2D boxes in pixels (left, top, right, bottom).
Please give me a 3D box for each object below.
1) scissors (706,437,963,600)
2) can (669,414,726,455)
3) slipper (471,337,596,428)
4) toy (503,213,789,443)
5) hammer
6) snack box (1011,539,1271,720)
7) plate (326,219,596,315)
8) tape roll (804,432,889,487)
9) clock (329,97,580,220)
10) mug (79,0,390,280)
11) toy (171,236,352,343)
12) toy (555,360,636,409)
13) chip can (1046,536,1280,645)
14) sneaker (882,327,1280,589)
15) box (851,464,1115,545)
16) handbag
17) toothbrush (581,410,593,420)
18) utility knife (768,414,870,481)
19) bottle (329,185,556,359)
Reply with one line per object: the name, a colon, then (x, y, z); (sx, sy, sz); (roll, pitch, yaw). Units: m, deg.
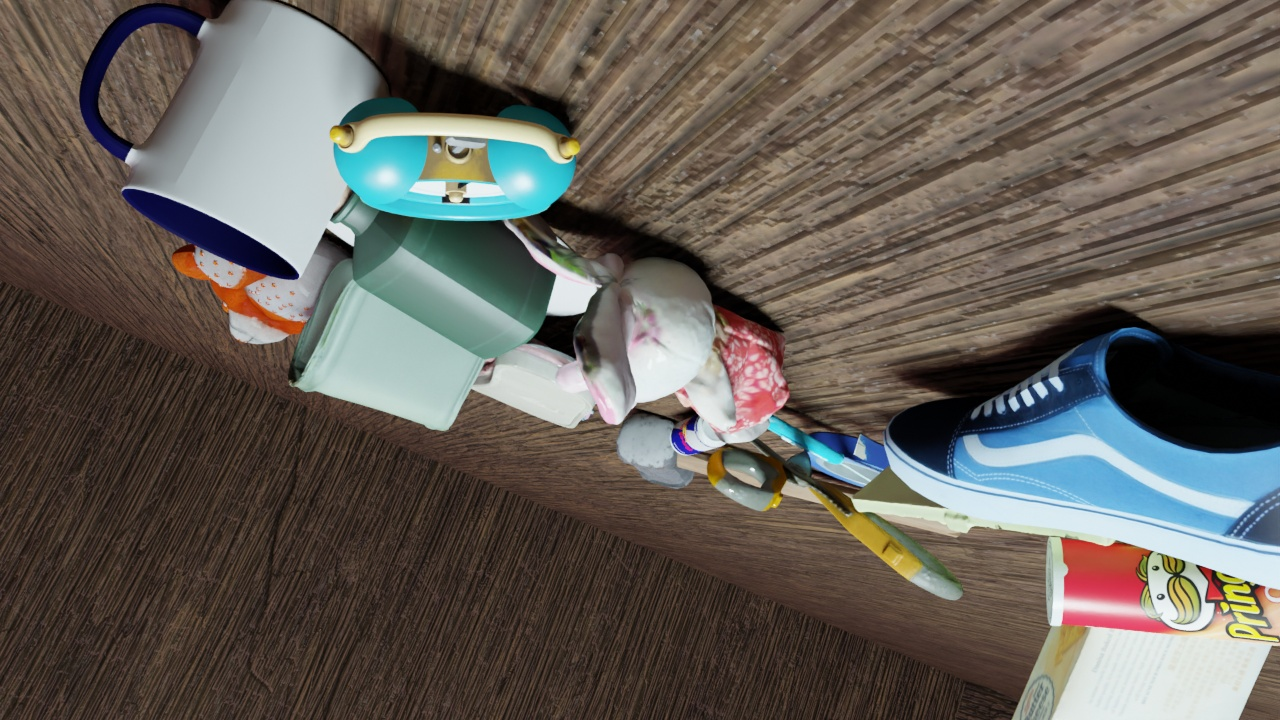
scissors: (0.115, 0.089, 0.609); (0.230, 0.016, 0.225); (35, -168, 16)
can: (0.053, 0.064, 0.809); (0.032, 0.032, 0.095); (23, 165, -8)
slipper: (-0.087, 0.012, 0.775); (0.114, 0.054, 0.275); (25, 168, -12)
toy: (0.013, -0.009, 0.499); (0.194, 0.084, 0.159); (29, -158, -45)
hammer: (0.134, 0.115, 0.868); (0.329, 0.052, 0.098); (12, 163, 22)
snack box: (0.317, 0.203, 0.586); (0.104, 0.208, 0.057); (21, -176, 3)
plate: (-0.144, -0.080, 0.601); (0.242, 0.016, 0.243); (20, 166, 5)
tape roll: (0.177, 0.083, 0.734); (0.091, 0.016, 0.093); (27, 165, -21)
clock: (-0.080, -0.085, 0.402); (0.099, 0.043, 0.130); (0, 177, -12)
mug: (-0.182, -0.104, 0.404); (0.112, 0.096, 0.079); (29, 164, -29)
toy: (-0.297, -0.056, 0.753); (0.163, 0.092, 0.173); (30, 165, -35)
toy: (-0.004, 0.004, 0.614); (0.063, 0.047, 0.110); (21, 145, -39)
chip can: (0.344, 0.132, 0.508); (0.215, 0.051, 0.052); (1, 159, 20)
sneaker: (0.201, 0.022, 0.416); (0.242, 0.083, 0.098); (9, 127, 61)
box: (0.228, 0.072, 0.534); (0.127, 0.066, 0.188); (4, 174, -24)
handbag: (-0.187, -0.012, 0.691); (0.121, 0.106, 0.067); (22, -174, -33)
toothbrush: (-0.099, 0.027, 0.927); (0.022, 0.016, 0.155); (-25, 143, 24)
utility knife: (0.129, 0.063, 0.685); (0.162, 0.015, 0.022); (30, 168, 2)
bottle: (-0.115, -0.059, 0.498); (0.131, 0.061, 0.061); (34, 143, -32)
